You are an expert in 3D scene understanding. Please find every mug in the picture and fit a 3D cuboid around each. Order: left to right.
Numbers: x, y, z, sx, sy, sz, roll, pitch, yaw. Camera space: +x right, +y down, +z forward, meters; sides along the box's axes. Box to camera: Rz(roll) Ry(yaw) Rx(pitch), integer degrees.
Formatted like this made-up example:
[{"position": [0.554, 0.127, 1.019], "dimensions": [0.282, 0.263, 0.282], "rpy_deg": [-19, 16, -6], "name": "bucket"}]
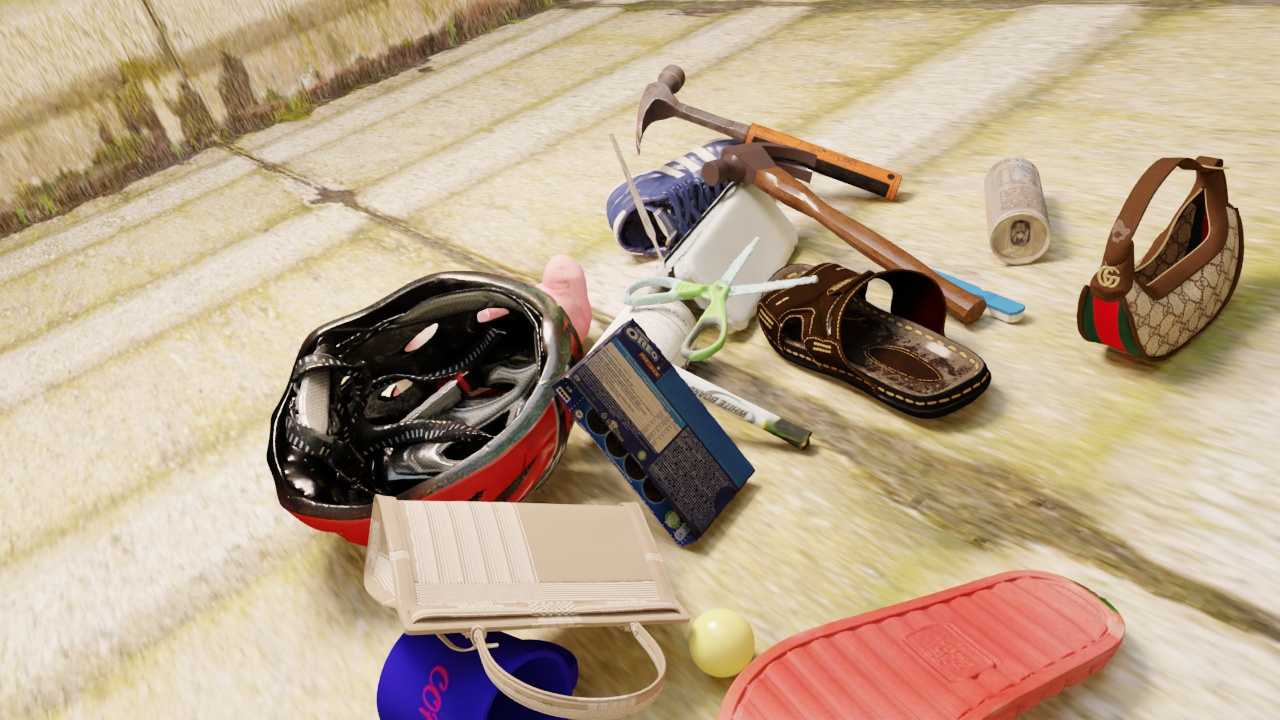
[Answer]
[{"position": [-0.088, 0.197, 0.554], "dimensions": [0.084, 0.079, 0.111], "rpy_deg": [8, 11, 35], "name": "mug"}]

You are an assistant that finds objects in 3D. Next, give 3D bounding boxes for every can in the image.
[{"position": [-0.005, 0.005, 0.806], "dimensions": [0.078, 0.078, 0.135], "rpy_deg": [2, 36, 29], "name": "can"}, {"position": [0.363, -0.148, 0.888], "dimensions": [0.054, 0.054, 0.135], "rpy_deg": [-4, 34, 21], "name": "can"}]

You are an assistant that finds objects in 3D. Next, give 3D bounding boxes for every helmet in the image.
[{"position": [-0.161, 0.042, 0.728], "dimensions": [0.272, 0.167, 0.217], "rpy_deg": [-20, 52, 14], "name": "helmet"}]

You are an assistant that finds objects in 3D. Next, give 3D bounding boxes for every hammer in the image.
[{"position": [0.141, -0.243, 1.047], "dimensions": [0.314, 0.035, 0.137], "rpy_deg": [23, 56, 12], "name": "hammer"}, {"position": [0.194, -0.130, 0.881], "dimensions": [0.115, 0.033, 0.323], "rpy_deg": [-19, 46, -31], "name": "hammer"}]

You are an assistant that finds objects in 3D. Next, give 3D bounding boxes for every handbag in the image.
[{"position": [-0.052, 0.140, 0.522], "dimensions": [0.175, 0.062, 0.198], "rpy_deg": [5, 11, -25], "name": "handbag"}, {"position": [0.394, -0.082, 0.684], "dimensions": [0.166, 0.138, 0.063], "rpy_deg": [-31, 35, -23], "name": "handbag"}]

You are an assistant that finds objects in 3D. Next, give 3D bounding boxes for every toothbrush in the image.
[{"position": [0.000, -0.152, 0.953], "dimensions": [0.010, 0.181, 0.010], "rpy_deg": [2, 39, 38], "name": "toothbrush"}, {"position": [0.287, -0.067, 0.841], "dimensions": [0.016, 0.014, 0.166], "rpy_deg": [-25, 28, -13], "name": "toothbrush"}]

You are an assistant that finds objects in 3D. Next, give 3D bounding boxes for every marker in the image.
[{"position": [0.067, 0.032, 0.729], "dimensions": [0.146, 0.017, 0.017], "rpy_deg": [26, 47, 17], "name": "marker"}]

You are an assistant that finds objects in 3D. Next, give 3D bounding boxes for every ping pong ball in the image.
[{"position": [0.049, 0.170, 0.552], "dimensions": [0.040, 0.040, 0.040], "rpy_deg": [-13, 31, 8], "name": "ping pong ball"}]

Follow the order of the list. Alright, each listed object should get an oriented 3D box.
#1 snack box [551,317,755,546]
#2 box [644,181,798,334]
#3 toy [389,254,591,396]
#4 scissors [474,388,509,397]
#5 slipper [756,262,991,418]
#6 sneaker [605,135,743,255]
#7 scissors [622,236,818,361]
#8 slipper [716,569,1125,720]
[{"position": [0.012, 0.050, 0.666], "dimensions": [0.082, 0.150, 0.027], "rpy_deg": [-42, 7, -39], "name": "snack box"}, {"position": [0.066, -0.099, 0.957], "dimensions": [0.125, 0.106, 0.214], "rpy_deg": [-27, 17, 40], "name": "box"}, {"position": [-0.151, -0.020, 0.889], "dimensions": [0.213, 0.142, 0.084], "rpy_deg": [-19, 67, -16], "name": "toy"}, {"position": [-0.166, 0.050, 0.866], "dimensions": [0.180, 0.015, 0.186], "rpy_deg": [-4, 23, 43], "name": "scissors"}, {"position": [0.185, -0.037, 0.778], "dimensions": [0.113, 0.076, 0.268], "rpy_deg": [-25, 32, -14], "name": "slipper"}, {"position": [0.068, -0.192, 1.069], "dimensions": [0.233, 0.091, 0.118], "rpy_deg": [-13, 27, 8], "name": "sneaker"}, {"position": [0.064, -0.062, 0.801], "dimensions": [0.168, 0.023, 0.170], "rpy_deg": [9, 44, 26], "name": "scissors"}, {"position": [0.145, 0.177, 0.476], "dimensions": [0.248, 0.059, 0.103], "rpy_deg": [-14, 26, -26], "name": "slipper"}]
